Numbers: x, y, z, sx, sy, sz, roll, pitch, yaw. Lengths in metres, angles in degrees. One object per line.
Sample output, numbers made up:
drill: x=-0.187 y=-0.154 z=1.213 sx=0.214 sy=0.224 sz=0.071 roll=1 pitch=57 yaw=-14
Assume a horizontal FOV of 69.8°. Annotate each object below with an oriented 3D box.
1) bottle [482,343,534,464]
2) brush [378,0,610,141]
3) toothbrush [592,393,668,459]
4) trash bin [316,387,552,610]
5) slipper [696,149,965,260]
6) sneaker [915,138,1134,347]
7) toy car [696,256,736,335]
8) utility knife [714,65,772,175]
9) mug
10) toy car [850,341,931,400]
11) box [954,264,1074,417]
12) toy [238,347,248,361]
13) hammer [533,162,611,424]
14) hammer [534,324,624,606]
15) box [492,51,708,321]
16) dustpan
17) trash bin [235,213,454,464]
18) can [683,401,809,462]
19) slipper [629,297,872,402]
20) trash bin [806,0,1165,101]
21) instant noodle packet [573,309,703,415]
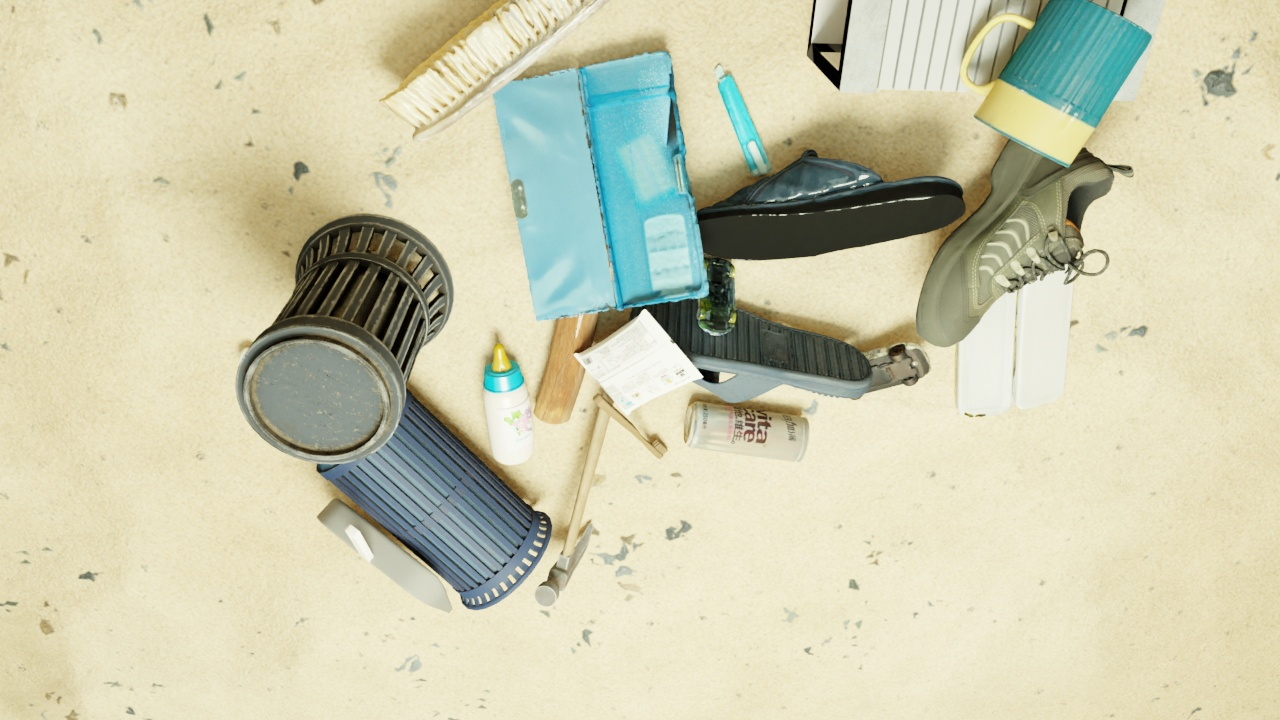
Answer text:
bottle: x=-0.148 y=0.046 z=1.017 sx=0.051 sy=0.051 sz=0.146 roll=-3 pitch=120 yaw=0
brush: x=-0.112 y=-0.289 z=0.808 sx=0.272 sy=0.083 sz=0.056 roll=-32 pitch=117 yaw=16
toothbrush: x=-0.009 y=0.074 z=1.020 sx=0.016 sy=0.016 sz=0.167 roll=-41 pitch=142 yaw=3
trash bin: x=-0.232 y=0.148 z=1.025 sx=0.139 sy=0.139 sz=0.249 roll=-35 pitch=113 yaw=16
slipper: x=0.174 y=-0.161 z=0.901 sx=0.266 sy=0.083 sz=0.109 roll=-7 pitch=162 yaw=16
sneaker: x=0.378 y=-0.098 z=0.875 sx=0.101 sy=0.143 sz=0.238 roll=15 pitch=107 yaw=-53
toy car: x=0.077 y=-0.065 z=0.948 sx=0.038 sy=0.089 sz=0.027 roll=8 pitch=156 yaw=-13
utility knife: x=0.099 y=-0.232 z=0.888 sx=0.022 sy=0.015 sz=0.117 roll=-27 pitch=116 yaw=-2
mug: x=0.308 y=-0.222 z=0.702 sx=0.113 sy=0.083 sz=0.107 roll=33 pitch=117 yaw=12
toy car: x=0.262 y=0.008 z=1.011 sx=0.113 sy=0.040 sz=0.048 roll=-17 pitch=121 yaw=30
box: x=0.410 y=-0.033 z=1.008 sx=0.129 sy=0.034 sz=0.210 roll=-10 pitch=119 yaw=0
toy: x=-0.389 y=0.038 z=1.012 sx=0.076 sy=0.037 sz=0.125 roll=-9 pitch=115 yaw=8
hammer: x=-0.071 y=-0.060 z=0.967 sx=0.158 sy=0.037 sz=0.301 roll=11 pitch=119 yaw=-8
hammer: x=-0.059 y=0.114 z=1.042 sx=0.031 sy=0.119 sz=0.332 roll=17 pitch=109 yaw=10
box: x=-0.037 y=-0.161 z=0.866 sx=0.174 sy=0.033 sz=0.231 roll=-8 pitch=97 yaw=4
dustpan: x=-0.285 y=0.209 z=0.998 sx=0.163 sy=0.033 sz=0.258 roll=35 pitch=155 yaw=9
trash bin: x=-0.277 y=-0.021 z=0.873 sx=0.164 sy=0.227 sz=0.164 roll=-1 pitch=120 yaw=-2
can: x=0.120 y=0.081 z=1.044 sx=0.135 sy=0.054 sz=0.054 roll=8 pitch=119 yaw=-6
slipper: x=0.111 y=0.005 z=0.974 sx=0.263 sy=0.101 sz=0.083 roll=14 pitch=130 yaw=-4
trash bin: x=0.285 y=-0.312 z=0.774 sx=0.247 sy=0.142 sz=0.143 roll=1 pitch=120 yaw=-2
instant noodle packet: x=-0.006 y=0.005 z=0.931 sx=0.087 sy=0.026 sz=0.135 roll=49 pitch=141 yaw=-9
